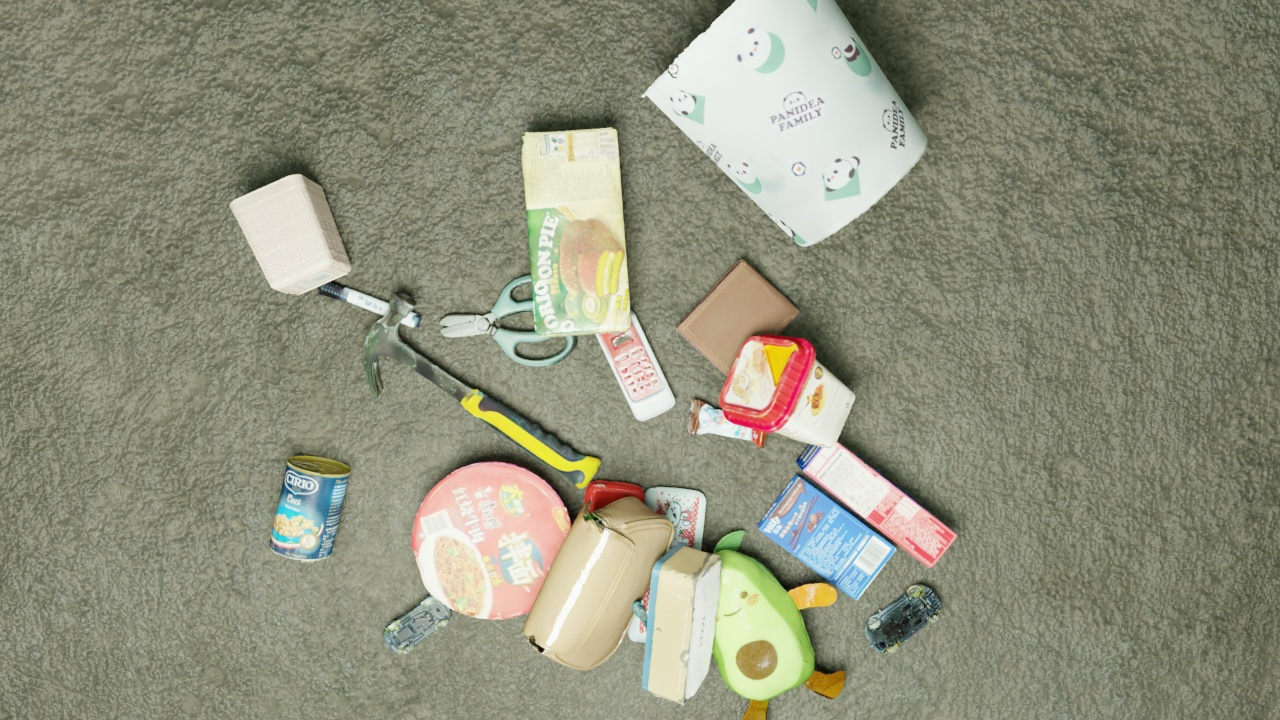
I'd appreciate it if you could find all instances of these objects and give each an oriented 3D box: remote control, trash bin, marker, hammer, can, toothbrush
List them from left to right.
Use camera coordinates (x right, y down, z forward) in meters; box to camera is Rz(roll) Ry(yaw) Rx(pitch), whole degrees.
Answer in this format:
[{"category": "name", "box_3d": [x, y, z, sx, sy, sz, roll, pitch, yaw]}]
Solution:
[{"category": "can", "box_3d": [-0.401, 0.180, 1.114, 0.075, 0.075, 0.111, 14, 95, -3]}, {"category": "marker", "box_3d": [-0.332, -0.068, 1.123, 0.130, 0.018, 0.023, 22, 102, -3]}, {"category": "hammer", "box_3d": [-0.195, 0.057, 1.125, 0.323, 0.031, 0.126, 35, 105, -7]}, {"category": "remote control", "box_3d": [-0.007, 0.007, 1.137, 0.056, 0.020, 0.136, -25, 95, 0]}, {"category": "toothbrush", "box_3d": [0.019, 0.343, 1.113, 0.016, 0.018, 0.192, -28, 135, -9]}, {"category": "trash bin", "box_3d": [0.168, -0.280, 1.023, 0.229, 0.229, 0.252, -42, 100, 2]}]

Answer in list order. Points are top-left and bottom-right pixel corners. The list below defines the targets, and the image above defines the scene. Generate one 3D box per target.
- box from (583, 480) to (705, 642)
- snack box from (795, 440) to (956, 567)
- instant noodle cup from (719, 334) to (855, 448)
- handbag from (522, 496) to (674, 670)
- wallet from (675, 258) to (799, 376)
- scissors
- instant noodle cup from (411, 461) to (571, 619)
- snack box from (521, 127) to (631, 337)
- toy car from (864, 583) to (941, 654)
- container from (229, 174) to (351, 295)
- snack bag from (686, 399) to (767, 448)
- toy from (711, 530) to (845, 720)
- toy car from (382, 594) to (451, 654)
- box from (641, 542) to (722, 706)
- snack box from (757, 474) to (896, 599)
[{"category": "box", "box_3d": [-0.003, 0.255, 1.150, 0.158, 0.038, 0.201, 7, 94, -3]}, {"category": "snack box", "box_3d": [0.291, 0.169, 1.141, 0.207, 0.057, 0.058, 38, 95, -5]}, {"category": "instant noodle cup", "box_3d": [0.178, 0.042, 1.089, 0.124, 0.116, 0.116, 29, 81, -32]}, {"category": "handbag", "box_3d": [-0.054, 0.253, 1.063, 0.100, 0.147, 0.204, 28, 92, 33]}, {"category": "wallet", "box_3d": [0.120, -0.049, 1.132, 0.101, 0.032, 0.124, 42, 93, -8]}, {"category": "scissors", "box_3d": [-0.163, -0.033, 1.130, 0.180, 0.019, 0.139, -14, 96, -2]}, {"category": "instant noodle cup", "box_3d": [-0.179, 0.215, 1.128, 0.194, 0.066, 0.194, 0, 95, -3]}, {"category": "snack box", "box_3d": [-0.075, -0.149, 1.089, 0.114, 0.063, 0.240, -5, 90, -1]}, {"category": "toy car", "box_3d": [0.332, 0.328, 1.168, 0.105, 0.031, 0.049, -38, 94, 0]}, {"category": "container", "box_3d": [-0.404, -0.143, 1.072, 0.090, 0.090, 0.111, -23, 89, 0]}, {"category": "snack bag", "box_3d": [0.111, 0.079, 1.144, 0.105, 0.026, 0.045, 11, 96, -1]}, {"category": "toy", "box_3d": [0.143, 0.340, 1.135, 0.227, 0.090, 0.247, -29, 94, 5]}, {"category": "toy car", "box_3d": [-0.279, 0.329, 1.151, 0.090, 0.034, 0.043, -36, 92, 0]}, {"category": "box", "box_3d": [0.050, 0.301, 1.074, 0.060, 0.089, 0.184, 10, 103, 26]}, {"category": "snack box", "box_3d": [0.234, 0.223, 1.159, 0.157, 0.026, 0.084, 37, 93, -4]}]
